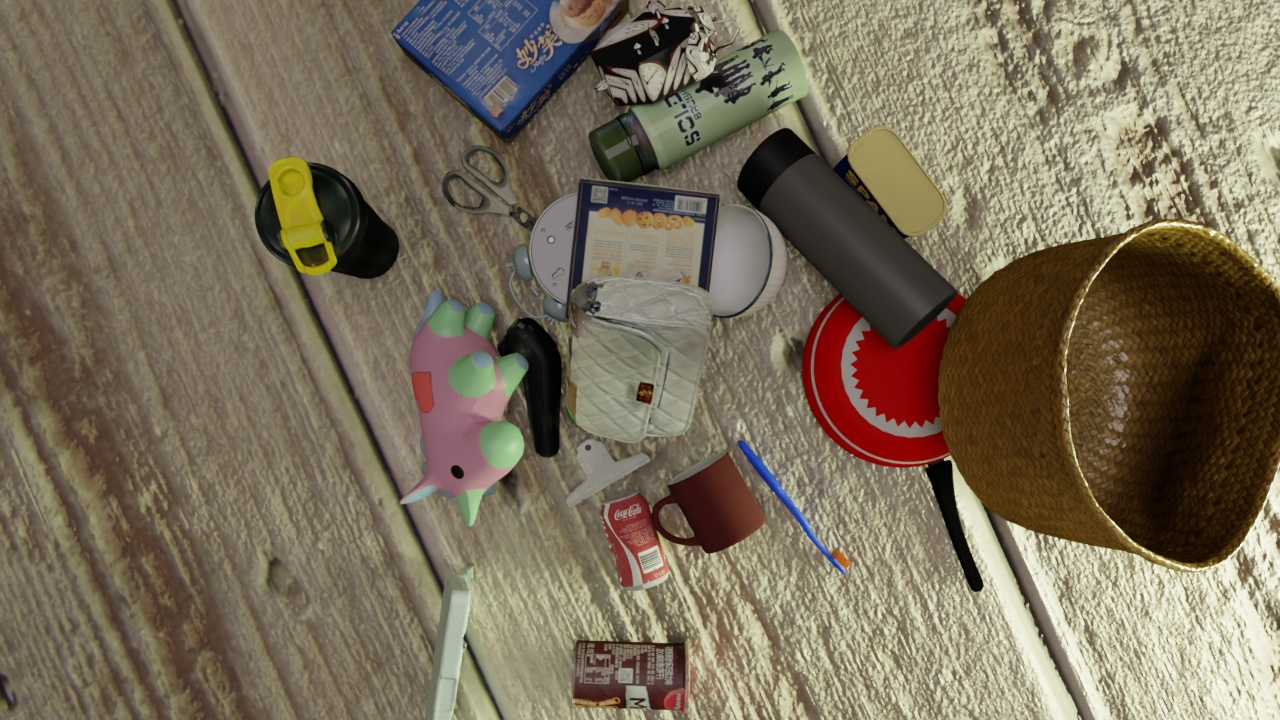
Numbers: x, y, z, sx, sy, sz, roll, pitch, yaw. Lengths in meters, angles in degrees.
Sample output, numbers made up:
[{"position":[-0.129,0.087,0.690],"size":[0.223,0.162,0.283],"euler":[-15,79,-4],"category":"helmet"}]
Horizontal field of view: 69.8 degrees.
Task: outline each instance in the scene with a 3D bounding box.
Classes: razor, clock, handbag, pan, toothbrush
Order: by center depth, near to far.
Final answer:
[{"position":[-0.005,0.005,0.906],"size":[0.139,0.195,0.072],"euler":[6,52,0],"category":"handbag"},{"position":[0.025,-0.325,0.940],"size":[0.155,0.114,0.065],"euler":[-12,132,16],"category":"clock"},{"position":[-0.066,-0.108,0.974],"size":[0.159,0.045,0.122],"euler":[-36,94,-1],"category":"clock"},{"position":[0.305,0.079,0.977],"size":[0.209,0.067,0.356],"euler":[-20,86,-2],"category":"pan"},{"position":[-0.115,0.029,0.978],"size":[0.067,0.054,0.151],"euler":[-5,96,10],"category":"razor"},{"position":[0.166,0.156,0.991],"size":[0.018,0.016,0.182],"euler":[-39,90,-7],"category":"toothbrush"}]

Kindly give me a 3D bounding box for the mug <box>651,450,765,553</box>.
[{"position":[0.065,0.156,0.960],"size":[0.105,0.073,0.082],"euler":[-29,89,-7],"category":"mug"}]

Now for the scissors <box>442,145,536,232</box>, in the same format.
[{"position":[-0.145,-0.155,0.996],"size":[0.121,0.012,0.171],"euler":[-25,93,-2],"category":"scissors"}]

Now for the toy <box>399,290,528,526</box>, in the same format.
[{"position":[-0.191,0.042,0.947],"size":[0.171,0.120,0.222],"euler":[-51,58,28],"category":"toy"}]

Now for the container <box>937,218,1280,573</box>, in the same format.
[{"position":[0.439,0.029,0.877],"size":[0.306,0.197,0.307],"euler":[0,90,-24],"category":"container"}]

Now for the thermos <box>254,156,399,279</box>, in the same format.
[{"position":[-0.294,-0.125,0.888],"size":[0.098,0.221,0.098],"euler":[0,88,-2],"category":"thermos"}]

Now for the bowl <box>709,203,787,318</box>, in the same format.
[{"position":[0.111,-0.101,0.961],"size":[0.062,0.118,0.118],"euler":[4,88,-42],"category":"bowl"}]

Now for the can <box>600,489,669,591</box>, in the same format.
[{"position":[-0.007,0.190,0.970],"size":[0.054,0.054,0.096],"euler":[-18,89,-1],"category":"can"}]

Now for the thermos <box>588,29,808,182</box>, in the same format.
[{"position":[0.057,-0.264,0.970],"size":[0.231,0.082,0.082],"euler":[-28,89,-1],"category":"thermos"}]

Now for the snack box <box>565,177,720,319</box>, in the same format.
[{"position":[0.002,-0.104,0.934],"size":[0.144,0.042,0.145],"euler":[7,93,-3],"category":"snack box"}]

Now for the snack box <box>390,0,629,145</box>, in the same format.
[{"position":[-0.133,-0.359,0.970],"size":[0.155,0.069,0.202],"euler":[41,89,0],"category":"snack box"}]

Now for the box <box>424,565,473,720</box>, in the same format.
[{"position":[-0.195,0.315,0.923],"size":[0.040,0.134,0.197],"euler":[10,89,-11],"category":"box"}]

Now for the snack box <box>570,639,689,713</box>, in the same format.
[{"position":[-0.010,0.329,0.958],"size":[0.121,0.072,0.072],"euler":[1,89,0],"category":"snack box"}]

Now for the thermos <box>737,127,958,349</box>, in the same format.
[{"position":[0.205,-0.126,0.934],"size":[0.082,0.082,0.240],"euler":[-40,74,-2],"category":"thermos"}]

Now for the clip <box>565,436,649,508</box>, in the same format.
[{"position":[-0.045,0.111,0.978],"size":[0.102,0.050,0.058],"euler":[-31,102,-2],"category":"clip"}]

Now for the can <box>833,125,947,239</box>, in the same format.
[{"position":[0.256,-0.178,0.961],"size":[0.056,0.092,0.116],"euler":[-37,90,-2],"category":"can"}]
